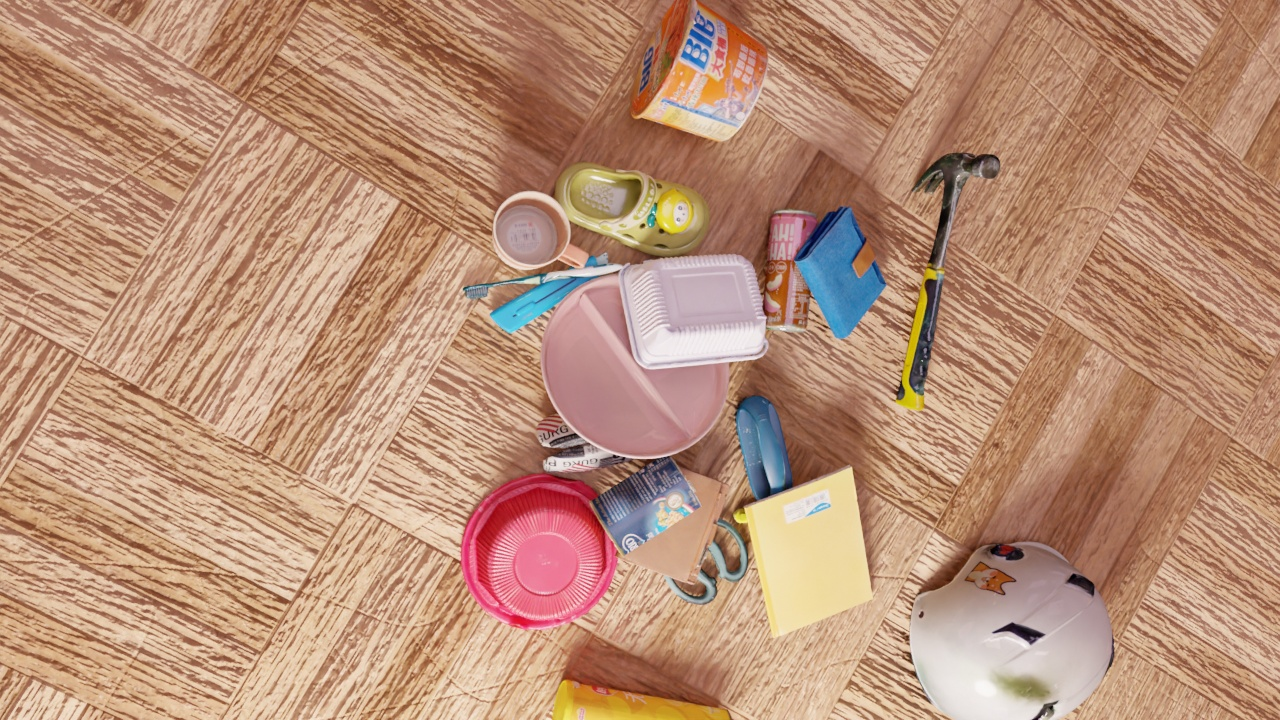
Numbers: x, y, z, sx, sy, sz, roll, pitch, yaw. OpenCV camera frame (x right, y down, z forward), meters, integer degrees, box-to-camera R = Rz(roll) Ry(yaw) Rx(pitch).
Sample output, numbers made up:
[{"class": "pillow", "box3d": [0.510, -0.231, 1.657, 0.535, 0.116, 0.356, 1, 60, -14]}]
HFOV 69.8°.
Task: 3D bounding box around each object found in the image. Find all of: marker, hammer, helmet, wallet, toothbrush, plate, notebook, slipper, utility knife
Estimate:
[{"class": "marker", "box3d": [0.179, 0.194, 1.169, 0.124, 0.015, 0.018, -2, 96, -13]}, {"class": "hammer", "box3d": [0.368, -0.098, 1.157, 0.032, 0.126, 0.323, 4, 102, -19]}, {"class": "helmet", "box3d": [0.492, 0.361, 1.167, 0.274, 0.157, 0.230, -22, 97, -10]}, {"class": "wallet", "box3d": [0.041, 0.195, 1.116, 0.108, 0.031, 0.131, 20, 87, -3]}, {"class": "toothbrush", "box3d": [-0.115, -0.094, 1.083, 0.191, 0.016, 0.018, -9, 77, -1]}, {"class": "wallet", "box3d": [0.248, -0.108, 1.128, 0.106, 0.040, 0.133, -49, 124, -22]}, {"class": "plate", "box3d": [-0.006, 0.006, 1.081, 0.229, 0.028, 0.229, 6, 69, -15]}, {"class": "notebook", "box3d": [0.214, 0.242, 1.149, 0.145, 0.010, 0.206, -19, 115, -9]}, {"class": "slipper", "box3d": [-0.007, -0.180, 1.083, 0.190, 0.081, 0.091, 15, 92, -9]}, {"class": "utility knife", "box3d": [-0.104, -0.083, 1.099, 0.159, 0.018, 0.034, -32, 97, -10]}]

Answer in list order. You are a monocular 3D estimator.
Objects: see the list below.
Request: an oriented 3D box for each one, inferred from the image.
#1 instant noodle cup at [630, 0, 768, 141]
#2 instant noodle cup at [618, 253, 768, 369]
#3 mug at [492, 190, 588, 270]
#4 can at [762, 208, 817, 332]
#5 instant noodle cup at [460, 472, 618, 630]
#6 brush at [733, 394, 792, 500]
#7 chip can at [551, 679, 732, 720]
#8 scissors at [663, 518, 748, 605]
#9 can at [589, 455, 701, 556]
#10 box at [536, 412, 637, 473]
[{"class": "instant noodle cup", "box3d": [0.070, -0.331, 1.062, 0.111, 0.151, 0.151, 20, 89, -20]}, {"class": "instant noodle cup", "box3d": [0.070, -0.068, 1.083, 0.173, 0.060, 0.138, -5, 72, -20]}, {"class": "mug", "box3d": [-0.114, -0.138, 1.049, 0.114, 0.106, 0.081, 25, 87, -11]}, {"class": "can", "box3d": [0.184, -0.110, 1.134, 0.058, 0.058, 0.147, 5, 91, -12]}, {"class": "instant noodle cup", "box3d": [-0.115, 0.233, 1.088, 0.193, 0.066, 0.194, 0, 92, -11]}, {"class": "brush", "box3d": [0.154, 0.114, 1.131, 0.055, 0.073, 0.144, -13, 96, -5]}, {"class": "chip can", "box3d": [0.001, 0.444, 1.117, 0.213, 0.072, 0.072, 15, 89, -12]}, {"class": "scissors", "box3d": [0.078, 0.211, 1.147, 0.129, 0.019, 0.185, -17, 97, -9]}, {"class": "can", "box3d": [0.007, 0.166, 1.064, 0.111, 0.075, 0.075, -32, 98, -4]}, {"class": "box", "box3d": [-0.043, 0.080, 1.102, 0.163, 0.076, 0.087, -11, 73, -9]}]
